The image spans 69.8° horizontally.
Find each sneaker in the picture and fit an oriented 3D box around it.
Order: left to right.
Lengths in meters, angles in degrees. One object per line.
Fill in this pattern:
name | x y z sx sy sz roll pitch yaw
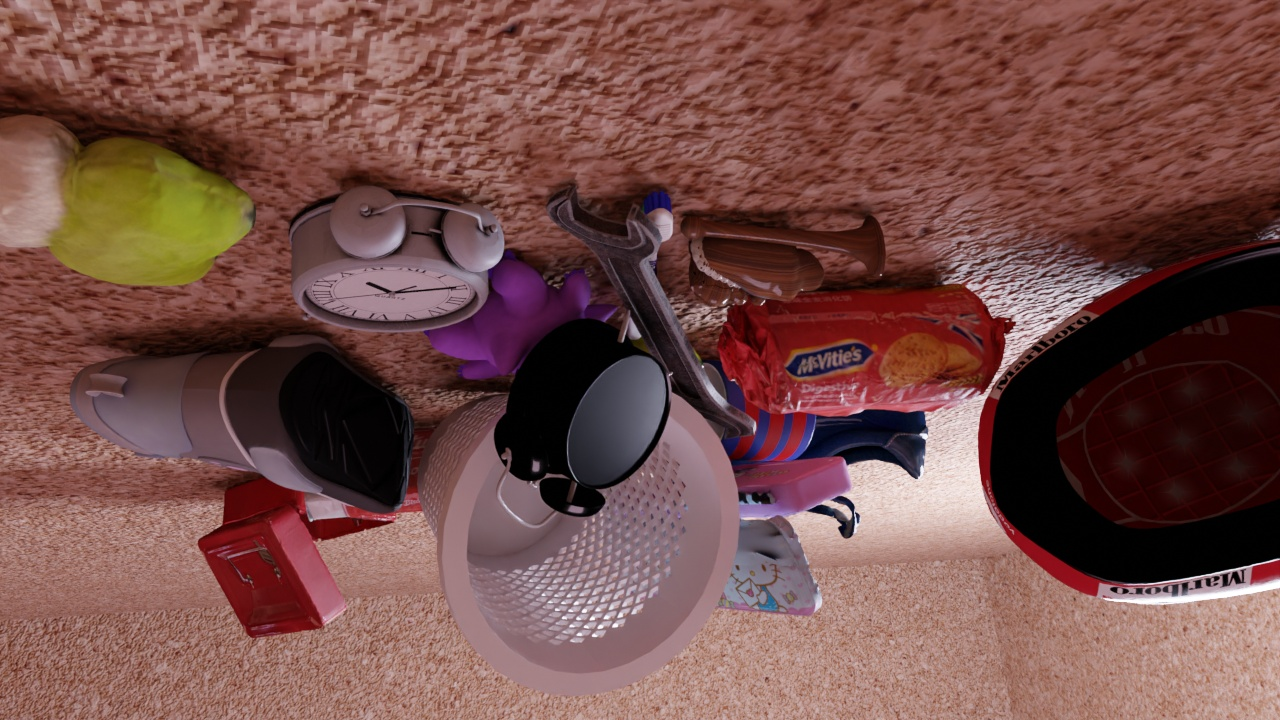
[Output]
sneaker | -0.261 0.050 0.638 0.160 0.093 0.257 3 164 3
sneaker | 0.101 0.090 0.789 0.295 0.127 0.120 -9 161 20

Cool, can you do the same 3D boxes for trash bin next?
trash bin | -0.067 0.099 0.641 0.195 0.195 0.200 4 -178 -27

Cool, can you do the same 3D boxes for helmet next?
helmet | 0.343 0.042 0.563 0.271 0.197 0.224 -26 161 13

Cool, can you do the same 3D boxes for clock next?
clock | -0.114 -0.047 0.435 0.094 0.035 0.123 5 161 -31
clock | -0.032 0.036 0.496 0.042 0.120 0.091 26 162 38

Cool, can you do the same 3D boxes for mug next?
mug | 0.087 0.026 0.684 0.076 0.075 0.112 3 135 -25

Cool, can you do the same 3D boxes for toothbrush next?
toothbrush | 0.002 -0.045 0.507 0.015 0.016 0.187 -3 164 -5

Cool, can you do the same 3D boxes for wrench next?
wrench | 0.014 -0.013 0.521 0.070 0.010 0.273 12 158 23

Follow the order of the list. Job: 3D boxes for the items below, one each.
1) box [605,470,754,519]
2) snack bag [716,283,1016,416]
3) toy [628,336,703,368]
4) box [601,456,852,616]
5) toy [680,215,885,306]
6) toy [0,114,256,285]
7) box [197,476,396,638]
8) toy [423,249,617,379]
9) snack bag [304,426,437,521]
box | 0.047 0.150 0.977 0.050 0.117 0.205 -14 160 40
snack bag | 0.135 -0.005 0.571 0.176 0.082 0.082 -3 162 -5
toy | -0.004 0.004 0.631 0.094 0.036 0.094 -12 155 36
box | 0.062 0.133 0.681 0.089 0.093 0.215 -15 180 -37
toy | 0.068 -0.051 0.471 0.102 0.041 0.055 5 139 -6
toy | -0.216 -0.061 0.351 0.117 0.043 0.092 14 156 -40
box | -0.350 0.175 0.963 0.158 0.152 0.164 -17 -164 38
toy | -0.061 -0.015 0.517 0.106 0.056 0.088 -37 158 27
snack bag | -0.171 0.091 0.790 0.225 0.077 0.041 -3 133 -6
